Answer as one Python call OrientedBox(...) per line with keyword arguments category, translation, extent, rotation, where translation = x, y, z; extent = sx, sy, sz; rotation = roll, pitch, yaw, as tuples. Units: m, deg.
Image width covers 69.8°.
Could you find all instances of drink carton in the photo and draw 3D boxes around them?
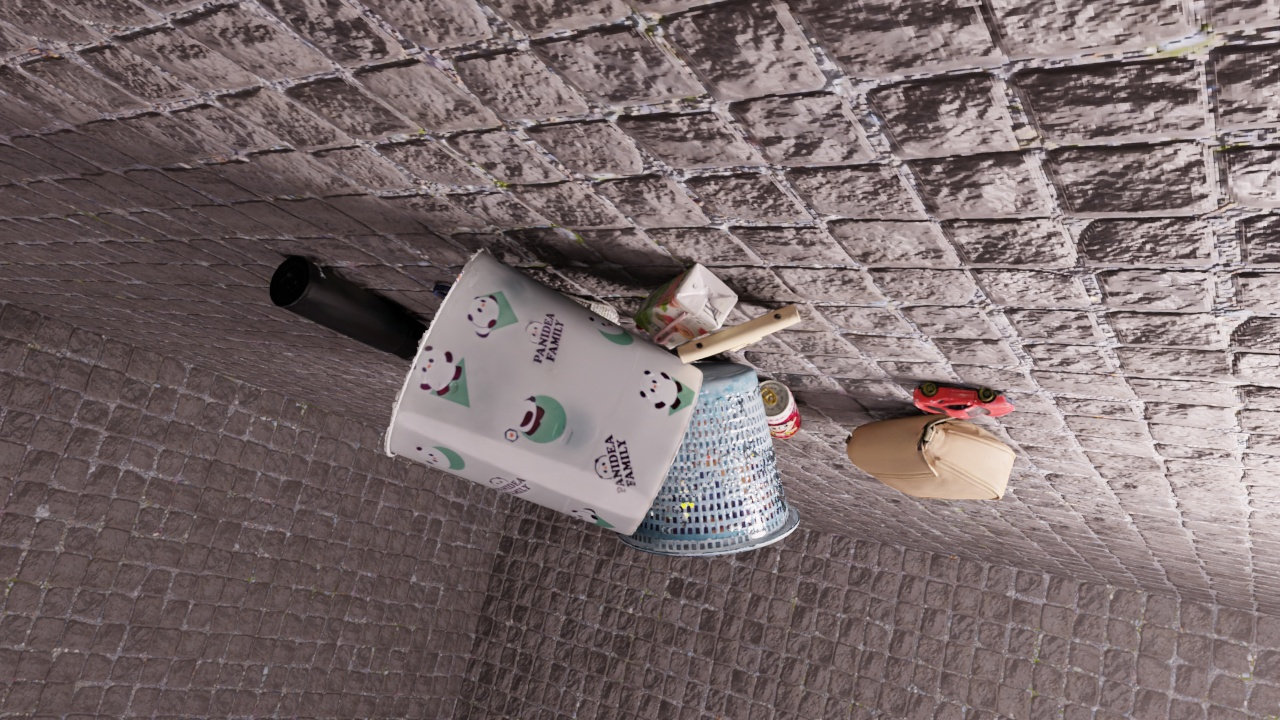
OrientedBox(category="drink carton", translation=(0.039, -0.048, 0.877), extent=(0.053, 0.045, 0.123), rotation=(37, 161, -11))

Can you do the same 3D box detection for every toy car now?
OrientedBox(category="toy car", translation=(0.356, 0.047, 1.012), extent=(0.106, 0.031, 0.049), rotation=(3, 165, 32))

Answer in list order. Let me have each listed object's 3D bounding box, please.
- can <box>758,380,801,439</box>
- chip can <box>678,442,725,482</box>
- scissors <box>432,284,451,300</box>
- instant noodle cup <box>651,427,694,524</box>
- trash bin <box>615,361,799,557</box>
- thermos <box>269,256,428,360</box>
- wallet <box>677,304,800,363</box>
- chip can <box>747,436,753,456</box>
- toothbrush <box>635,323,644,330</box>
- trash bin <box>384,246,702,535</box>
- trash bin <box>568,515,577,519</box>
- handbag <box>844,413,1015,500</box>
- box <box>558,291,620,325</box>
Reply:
OrientedBox(category="can", translation=(0.182, 0.066, 1.224), extent=(0.053, 0.053, 0.133), rotation=(10, 167, 18))
OrientedBox(category="chip can", translation=(0.032, 0.114, 1.252), extent=(0.216, 0.073, 0.073), rotation=(24, 166, -8))
OrientedBox(category="scissors", translation=(-0.233, -0.070, 1.177), extent=(0.108, 0.012, 0.175), rotation=(17, 168, -22))
OrientedBox(category="instant noodle cup", translation=(0.043, 0.171, 1.328), extent=(0.112, 0.123, 0.112), rotation=(11, 143, 8))
OrientedBox(category="trash bin", translation=(0.074, 0.107, 1.113), extent=(0.226, 0.195, 0.226), rotation=(-5, -171, 1))
OrientedBox(category="thermos", translation=(-0.392, -0.067, 1.244), extent=(0.090, 0.068, 0.242), rotation=(32, 178, 31))
OrientedBox(category="wallet", translation=(0.095, -0.023, 0.872), extent=(0.115, 0.024, 0.087), rotation=(-21, 180, 8))
OrientedBox(category="chip can", translation=(0.116, 0.078, 1.312), extent=(0.072, 0.072, 0.213), rotation=(6, 164, 32))
OrientedBox(category="toothbrush", translation=(0.042, -0.048, 0.971), extent=(0.017, 0.016, 0.188), rotation=(10, 170, -26))
OrientedBox(category="trash bin", translation=(-0.089, 0.043, 0.920), extent=(0.252, 0.229, 0.230), rotation=(25, 167, -2))
OrientedBox(category="trash bin", translation=(-0.125, 0.096, 1.378), extent=(0.192, 0.227, 0.228), rotation=(31, 163, -16))
OrientedBox(category="handbag", translation=(0.369, 0.119, 1.172), extent=(0.147, 0.099, 0.205), rotation=(26, 164, -18))
OrientedBox(category="box", translation=(-0.102, -0.052, 1.035), extent=(0.162, 0.076, 0.088), rotation=(17, 143, -1))
